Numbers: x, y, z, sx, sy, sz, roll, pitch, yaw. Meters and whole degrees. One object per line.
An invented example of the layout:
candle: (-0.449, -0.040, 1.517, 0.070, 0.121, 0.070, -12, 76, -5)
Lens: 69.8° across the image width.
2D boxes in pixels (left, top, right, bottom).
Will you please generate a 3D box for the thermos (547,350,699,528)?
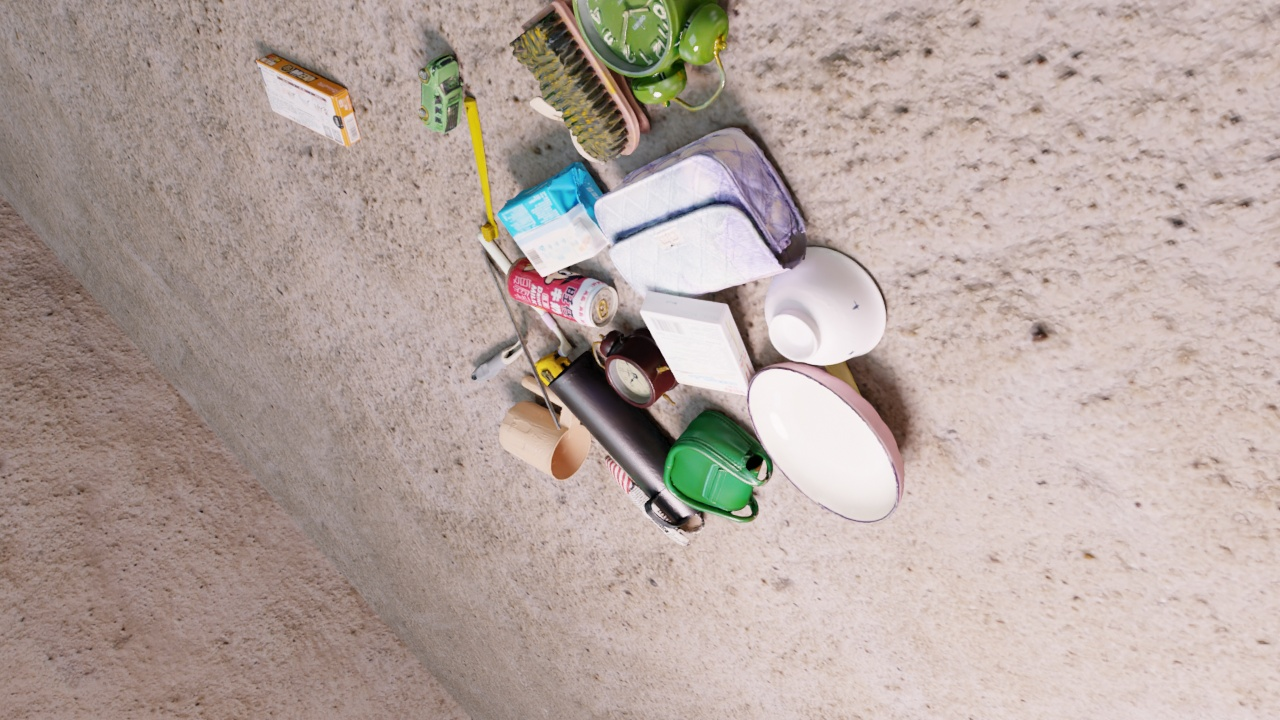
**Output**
thermos: (-0.016, 0.104, 1.148, 0.242, 0.089, 0.069, 49, 130, -4)

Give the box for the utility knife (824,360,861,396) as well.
utility knife: (0.213, 0.046, 0.904, 0.031, 0.019, 0.178, -11, 118, 47)

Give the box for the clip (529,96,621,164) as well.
clip: (-0.057, -0.229, 0.882, 0.034, 0.060, 0.097, -8, 131, 51)

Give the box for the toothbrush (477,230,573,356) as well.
toothbrush: (-0.145, -0.084, 1.151, 0.020, 0.029, 0.189, -33, 101, 13)

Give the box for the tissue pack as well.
tissue pack: (-0.086, -0.150, 0.977, 0.140, 0.063, 0.090, -12, 118, 53)

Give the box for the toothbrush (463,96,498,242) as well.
toothbrush: (-0.185, -0.214, 1.057, 0.016, 0.016, 0.190, 27, 142, 25)

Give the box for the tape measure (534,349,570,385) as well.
tape measure: (-0.112, 0.018, 1.214, 0.057, 0.028, 0.060, 53, 146, -12)

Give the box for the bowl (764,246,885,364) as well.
bowl: (0.154, -0.037, 0.832, 0.118, 0.064, 0.118, 27, 138, 27)

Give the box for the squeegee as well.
squeegee: (-0.186, -0.005, 1.262, 0.247, 0.039, 0.246, -29, 85, 62)

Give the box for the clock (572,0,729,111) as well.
clock: (0.011, -0.276, 0.747, 0.161, 0.056, 0.116, 49, 147, -6)

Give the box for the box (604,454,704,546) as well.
box: (0.009, 0.186, 1.220, 0.163, 0.077, 0.075, 46, 152, -6)

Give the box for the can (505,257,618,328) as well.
can: (-0.092, -0.079, 1.067, 0.133, 0.053, 0.053, 21, 139, 33)

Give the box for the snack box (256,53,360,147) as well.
snack box: (-0.429, -0.336, 1.183, 0.154, 0.026, 0.075, 29, 143, 25)

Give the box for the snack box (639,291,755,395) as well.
snack box: (0.061, -0.015, 0.933, 0.085, 0.026, 0.157, 11, 157, 24)

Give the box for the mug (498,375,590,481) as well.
mug: (-0.132, 0.092, 1.280, 0.104, 0.084, 0.125, 23, 116, 32)

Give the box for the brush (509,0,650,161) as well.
brush: (-0.046, -0.250, 0.824, 0.063, 0.072, 0.145, -10, 122, 52)

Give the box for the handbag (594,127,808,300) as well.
handbag: (0.047, -0.124, 0.851, 0.194, 0.075, 0.134, -12, 119, 53)

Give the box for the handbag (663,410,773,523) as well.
handbag: (0.093, 0.130, 1.077, 0.120, 0.067, 0.132, 31, 144, 19)

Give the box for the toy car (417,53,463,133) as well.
toy car: (-0.214, -0.287, 0.989, 0.036, 0.043, 0.091, 38, 147, 17)

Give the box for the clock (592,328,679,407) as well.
clock: (-0.006, 0.006, 1.064, 0.122, 0.055, 0.082, 22, 140, 34)

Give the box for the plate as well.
plate: (0.190, 0.077, 0.924, 0.192, 0.039, 0.193, 40, 152, 26)
